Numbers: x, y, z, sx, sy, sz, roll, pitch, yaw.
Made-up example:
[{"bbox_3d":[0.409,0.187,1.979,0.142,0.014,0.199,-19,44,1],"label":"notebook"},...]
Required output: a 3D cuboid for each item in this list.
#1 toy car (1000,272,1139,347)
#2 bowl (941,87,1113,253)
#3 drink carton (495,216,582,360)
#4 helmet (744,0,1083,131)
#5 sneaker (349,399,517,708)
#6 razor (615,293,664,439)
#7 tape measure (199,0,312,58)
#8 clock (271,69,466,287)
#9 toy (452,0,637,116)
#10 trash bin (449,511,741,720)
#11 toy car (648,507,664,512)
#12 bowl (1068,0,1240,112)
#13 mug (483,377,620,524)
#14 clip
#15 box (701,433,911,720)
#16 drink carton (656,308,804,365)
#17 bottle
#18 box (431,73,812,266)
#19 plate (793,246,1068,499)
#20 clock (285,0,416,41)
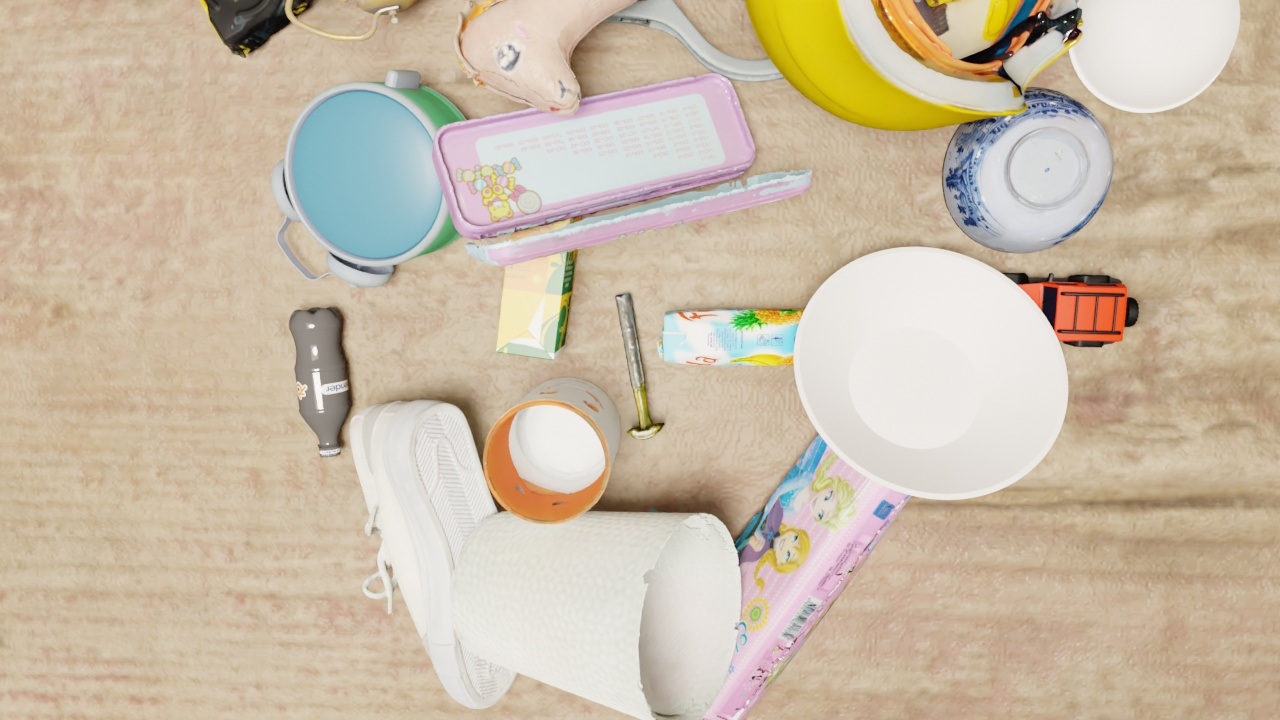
[{"bbox_3d":[0.282,-0.034,0.626,0.100,0.048,0.051,2,98,4],"label":"toy car"},{"bbox_3d":[0.266,-0.128,0.616,0.114,0.045,0.114,1,98,4],"label":"bowl"},{"bbox_3d":[-0.068,-0.066,0.640,0.041,0.058,0.122,9,99,2],"label":"drink carton"},{"bbox_3d":[0.155,-0.248,0.557,0.209,0.140,0.239,44,66,-21],"label":"helmet"},{"bbox_3d":[-0.151,0.139,0.670,0.091,0.089,0.242,2,113,35],"label":"sneaker"},{"bbox_3d":[-0.004,0.004,0.663,0.026,0.042,0.106,-10,88,7],"label":"razor"},{"bbox_3d":[-0.272,-0.260,0.636,0.071,0.042,0.072,-32,92,11],"label":"tape measure"},{"bbox_3d":[-0.189,-0.118,0.638,0.162,0.075,0.122,-37,95,20],"label":"clock"},{"bbox_3d":[-0.025,-0.284,0.578,0.264,0.065,0.196,-37,79,-1],"label":"toy"},{"bbox_3d":[-0.033,0.161,0.616,0.162,0.133,0.133,1,99,33],"label":"trash bin"},{"bbox_3d":[0.011,0.163,0.681,0.060,0.027,0.108,25,101,18],"label":"toy car"},{"bbox_3d":[0.344,-0.221,0.599,0.110,0.040,0.110,1,98,4],"label":"bowl"},{"bbox_3d":[-0.057,0.059,0.634,0.082,0.105,0.082,0,98,4],"label":"mug"},{"bbox_3d":[0.037,-0.230,0.626,0.162,0.027,0.090,34,97,-1],"label":"clip"},{"bbox_3d":[0.120,0.160,0.660,0.090,0.084,0.230,30,100,-29],"label":"box"},{"bbox_3d":[0.076,-0.017,0.646,0.129,0.044,0.038,0,98,2],"label":"drink carton"},{"bbox_3d":[-0.234,0.016,0.675,0.036,0.036,0.110,-3,98,4],"label":"bottle"},{"bbox_3d":[-0.013,-0.113,0.578,0.214,0.140,0.062,-17,139,-19],"label":"box"},{"bbox_3d":[0.185,0.011,0.604,0.174,0.036,0.173,0,68,0],"label":"plate"},{"bbox_3d":[-0.190,-0.288,0.604,0.117,0.081,0.159,11,89,-9],"label":"clock"}]
